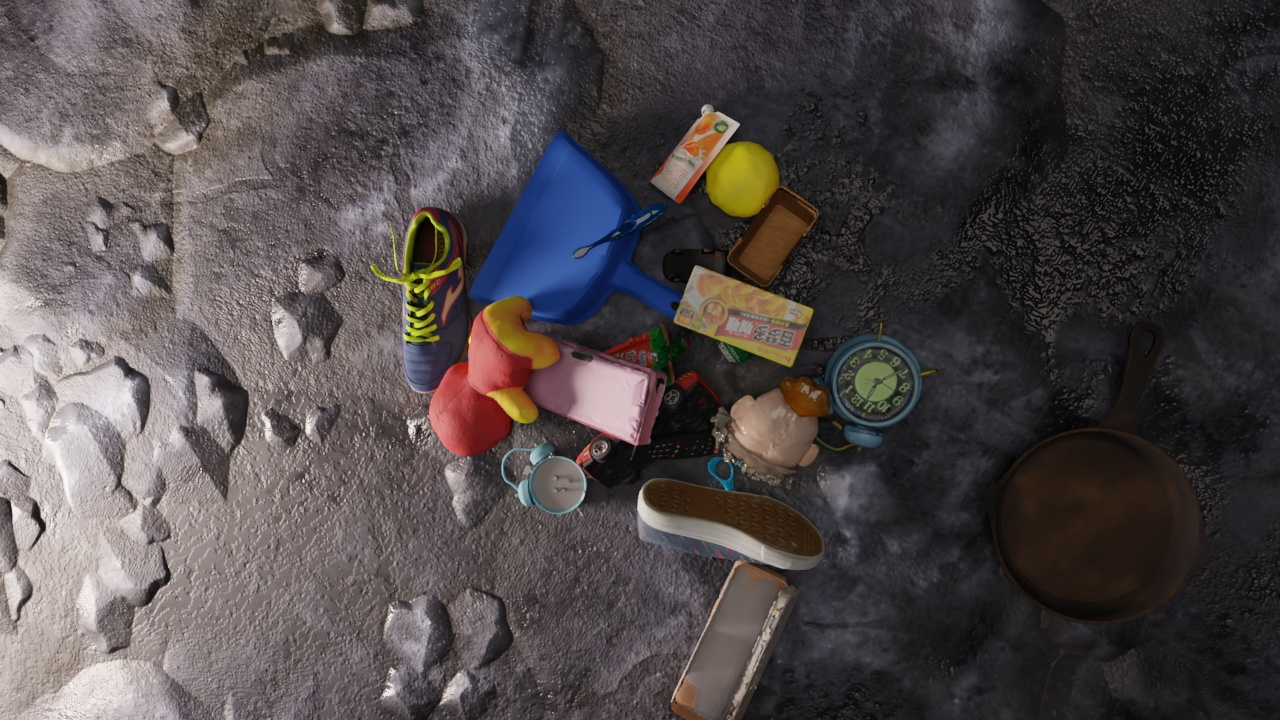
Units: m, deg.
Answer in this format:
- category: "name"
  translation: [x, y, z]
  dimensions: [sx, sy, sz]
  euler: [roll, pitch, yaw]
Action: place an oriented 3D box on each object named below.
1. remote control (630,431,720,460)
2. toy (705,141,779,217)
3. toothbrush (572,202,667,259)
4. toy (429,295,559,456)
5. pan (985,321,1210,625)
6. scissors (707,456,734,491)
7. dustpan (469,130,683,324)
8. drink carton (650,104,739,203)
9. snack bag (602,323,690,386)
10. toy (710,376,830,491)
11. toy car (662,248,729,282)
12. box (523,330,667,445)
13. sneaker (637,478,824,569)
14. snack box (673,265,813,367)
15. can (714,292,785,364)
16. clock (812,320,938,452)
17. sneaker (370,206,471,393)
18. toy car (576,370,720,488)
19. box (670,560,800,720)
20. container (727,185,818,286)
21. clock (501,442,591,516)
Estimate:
- category: "remote control"
  translation: [0.046, 0.106, 1.135]
  dimensions: [0.124, 0.010, 0.039]
  euler: [-3, 131, -25]
- category: "toy"
  translation: [0.127, -0.226, 1.144]
  dimensions: [0.094, 0.041, 0.095]
  euler: [-31, 86, 13]
- category: "toothbrush"
  translation: [-0.025, -0.157, 1.117]
  dimensions: [0.132, 0.016, 0.021]
  euler: [-29, 89, -2]
- category: "toy"
  translation: [-0.191, 0.029, 1.143]
  dimensions: [0.217, 0.098, 0.147]
  euler: [-56, 44, 25]
- category: "pan"
  translation: [0.545, 0.129, 1.077]
  dimensions: [0.249, 0.043, 0.356]
  euler: [15, 93, 9]
- category: "scissors"
  translation: [0.112, 0.192, 1.165]
  dimensions: [0.103, 0.015, 0.133]
  euler: [-39, 89, 4]
- category: "dustpan"
  translation: [-0.053, -0.124, 1.158]
  dimensions: [0.258, 0.059, 0.245]
  euler: [31, 95, 22]
- category: "drink carton"
  translation: [0.068, -0.261, 1.151]
  dimensions: [0.122, 0.039, 0.069]
  euler: [-52, 50, 7]
- category: "snack bag"
  translation: [-0.007, 0.007, 1.144]
  dimensions: [0.155, 0.044, 0.087]
  euler: [-24, 55, 24]
- category: "toy"
  translation: [0.163, 0.077, 1.102]
  dimensions: [0.132, 0.076, 0.176]
  euler: [31, 129, -11]
- category: "toy car"
  translation: [0.071, -0.119, 1.156]
  dimensions: [0.092, 0.036, 0.042]
  euler: [3, 93, 32]
- category: "box"
  translation: [-0.073, 0.030, 1.120]
  dimensions: [0.233, 0.046, 0.098]
  euler: [20, 93, 40]
- category: "sneaker"
  translation: [0.106, 0.212, 1.131]
  dimensions: [0.235, 0.087, 0.079]
  euler: [16, 128, -1]
- category: "snack box"
  translation: [0.123, -0.053, 1.097]
  dimensions: [0.152, 0.025, 0.075]
  euler: [21, 94, 8]
- category: "can"
  translation: [0.143, -0.039, 1.136]
  dimensions: [0.101, 0.053, 0.053]
  euler: [-34, 85, 8]
- category: "clock"
  translation: [0.271, 0.040, 1.114]
  dimensions: [0.118, 0.060, 0.162]
  euler: [39, 100, 5]
- category: "sneaker"
  translation: [-0.281, -0.077, 1.184]
  dimensions: [0.116, 0.091, 0.242]
  euler: [4, 92, 6]
- category: "toy car"
  translation: [0.011, 0.088, 1.146]
  dimensions: [0.189, 0.081, 0.056]
  euler: [-38, 45, 6]
- category: "box"
  translation: [0.112, 0.358, 1.134]
  dimensions: [0.108, 0.095, 0.216]
  euler: [27, 95, 32]
- category: "container"
  translation: [0.163, -0.149, 1.128]
  dimensions: [0.063, 0.061, 0.114]
  euler: [36, 95, 7]
- category: "clock"
  translation: [-0.122, 0.152, 1.185]
  dimensions: [0.123, 0.042, 0.087]
  euler: [21, 93, 7]
